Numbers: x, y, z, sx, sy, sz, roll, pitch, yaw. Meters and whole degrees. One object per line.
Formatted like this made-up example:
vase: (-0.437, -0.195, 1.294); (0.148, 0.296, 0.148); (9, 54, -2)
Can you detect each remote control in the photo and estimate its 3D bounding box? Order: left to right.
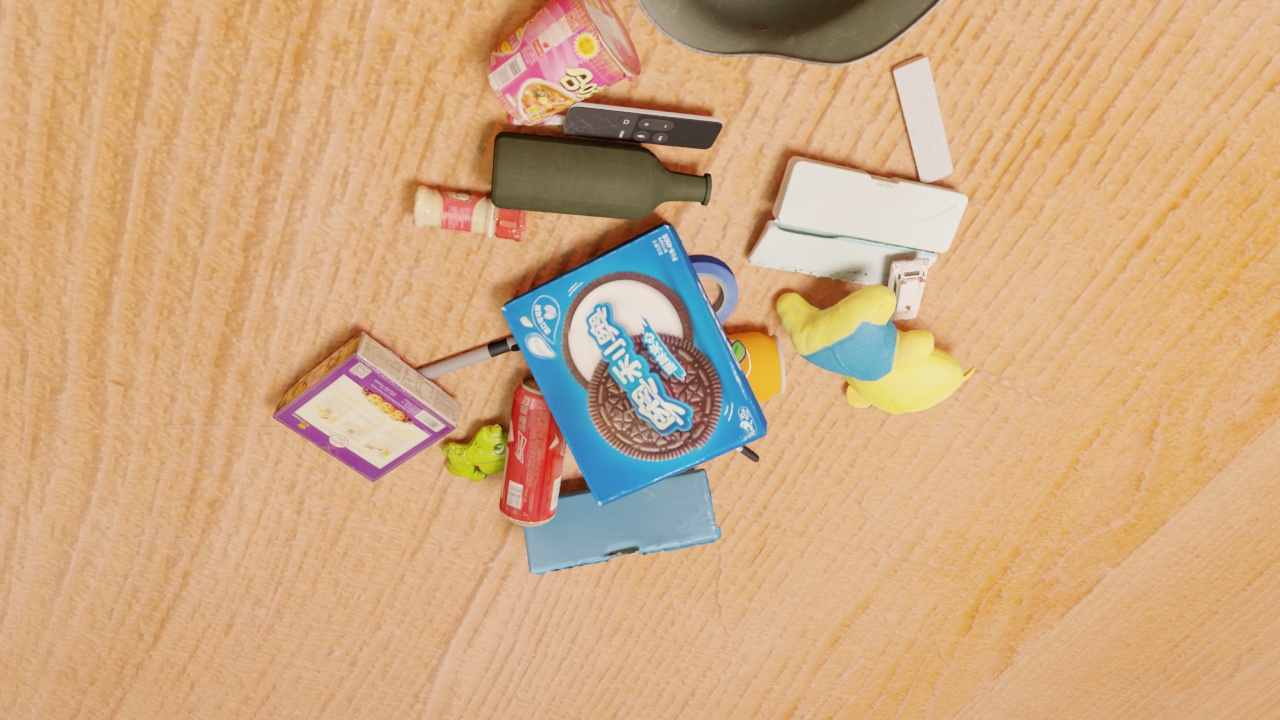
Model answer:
remote control: (0.003, -0.219, 0.859); (0.146, 0.008, 0.045); (3, 159, -14)
remote control: (0.277, -0.234, 0.897); (0.033, 0.012, 0.131); (-20, 126, 11)

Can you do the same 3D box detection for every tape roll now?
tape roll: (0.058, -0.070, 0.991); (0.093, 0.016, 0.091); (-2, 127, -5)

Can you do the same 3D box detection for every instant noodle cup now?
instant noodle cup: (-0.071, -0.261, 0.792); (0.109, 0.097, 0.098); (-26, 126, 22)

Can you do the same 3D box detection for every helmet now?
helmet: (0.111, -0.353, 0.700); (0.268, 0.153, 0.227); (-25, 127, 11)

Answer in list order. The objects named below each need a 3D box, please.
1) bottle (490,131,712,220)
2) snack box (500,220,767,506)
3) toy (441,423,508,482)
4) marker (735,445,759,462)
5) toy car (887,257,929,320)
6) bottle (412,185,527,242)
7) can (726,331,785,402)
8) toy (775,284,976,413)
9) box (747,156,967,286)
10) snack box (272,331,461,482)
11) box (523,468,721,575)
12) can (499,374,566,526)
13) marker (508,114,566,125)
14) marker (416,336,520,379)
bottle: (-0.036, -0.172, 0.870); (0.206, 0.071, 0.072); (4, 126, -10)
snack box: (-0.006, 0.006, 0.948); (0.196, 0.056, 0.239); (-25, 95, 13)
toy: (-0.188, 0.110, 1.086); (0.093, 0.036, 0.094); (-1, 133, -3)
marker: (0.093, 0.087, 1.117); (0.152, 0.011, 0.011); (35, 116, -27)
toy car: (0.285, -0.069, 0.984); (0.039, 0.039, 0.113); (-6, 151, 7)
bottle: (-0.166, -0.143, 0.894); (0.109, 0.044, 0.044); (7, 125, -11)
can: (0.083, 0.013, 1.017); (0.142, 0.079, 0.079); (-7, 127, -1)
toy: (0.258, -0.002, 1.005); (0.149, 0.083, 0.214); (-5, 148, 47)
box: (0.223, -0.133, 0.944); (0.197, 0.049, 0.137); (9, 132, -15)
snack box: (-0.301, 0.056, 1.016); (0.148, 0.040, 0.143); (-32, 124, 26)
box: (-0.023, 0.204, 1.135); (0.231, 0.094, 0.102); (-12, 160, 0)
can: (-0.119, 0.103, 1.046); (0.067, 0.067, 0.170); (6, 110, -11)
marker: (-0.052, -0.227, 0.863); (0.142, 0.012, 0.013); (-1, 127, -6)
marker: (-0.183, -0.004, 1.011); (0.140, 0.016, 0.016); (-19, 127, 7)
